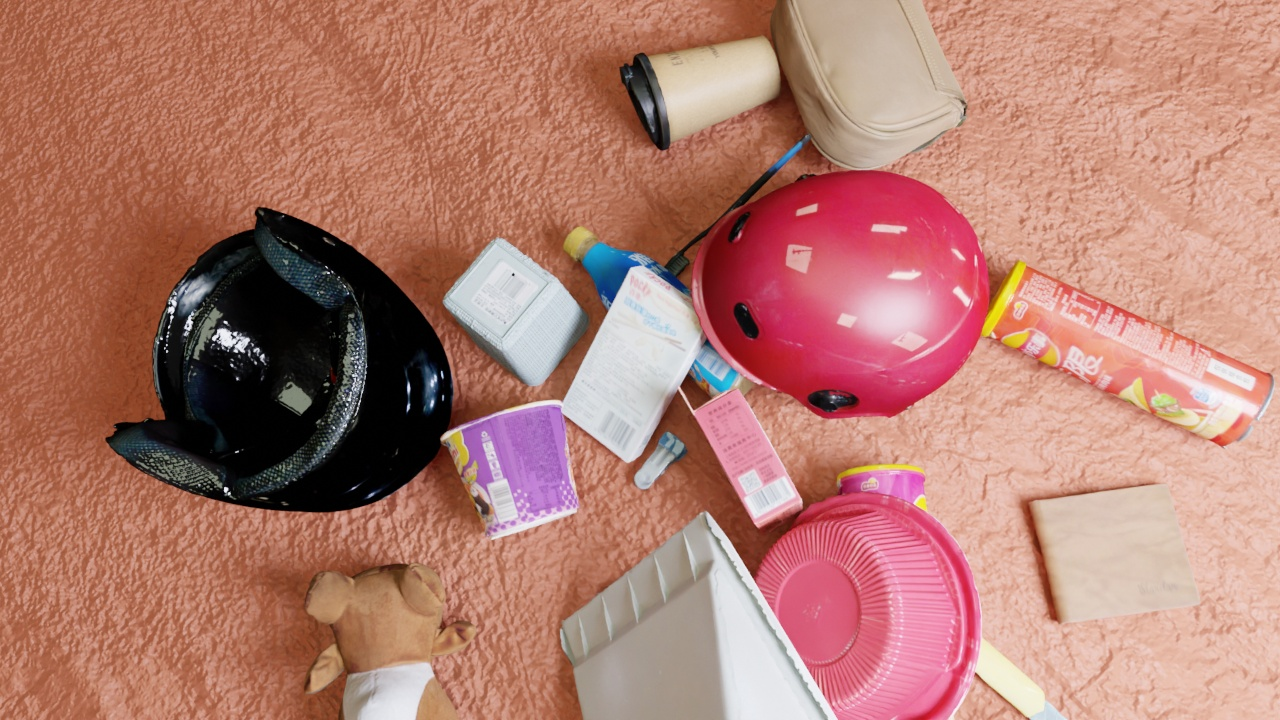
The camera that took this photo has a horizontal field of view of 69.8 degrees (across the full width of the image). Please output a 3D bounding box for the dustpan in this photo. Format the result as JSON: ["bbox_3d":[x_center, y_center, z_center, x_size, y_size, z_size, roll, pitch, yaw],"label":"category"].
[{"bbox_3d":[0.066,0.287,0.697,0.223,0.142,0.257,-46,42,38],"label":"dustpan"}]

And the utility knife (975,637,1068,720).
[{"bbox_3d":[0.277,0.244,0.740,0.196,0.020,0.031,40,86,24],"label":"utility knife"}]

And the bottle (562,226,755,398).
[{"bbox_3d":[0.016,-0.048,0.837,0.219,0.065,0.065,40,84,17],"label":"bottle"}]

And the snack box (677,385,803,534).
[{"bbox_3d":[0.086,0.076,0.766,0.044,0.113,0.127,-29,73,3],"label":"snack box"}]

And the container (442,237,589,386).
[{"bbox_3d":[-0.113,-0.044,0.831,0.090,0.111,0.090,37,83,16],"label":"container"}]

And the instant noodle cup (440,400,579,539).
[{"bbox_3d":[-0.106,0.097,0.800,0.111,0.111,0.099,-19,82,3],"label":"instant noodle cup"}]

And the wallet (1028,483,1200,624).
[{"bbox_3d":[0.386,0.156,0.749,0.115,0.020,0.101,-10,75,3],"label":"wallet"}]

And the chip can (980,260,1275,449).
[{"bbox_3d":[0.398,-0.008,0.764,0.217,0.073,0.073,27,80,15],"label":"chip can"}]

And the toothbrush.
[{"bbox_3d":[0.088,-0.139,0.852,0.190,0.014,0.016,-43,73,14],"label":"toothbrush"}]

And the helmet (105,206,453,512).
[{"bbox_3d":[-0.297,0.009,0.787,0.275,0.230,0.233,34,89,38],"label":"helmet"}]

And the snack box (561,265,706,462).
[{"bbox_3d":[-0.005,0.005,0.804,0.085,0.026,0.157,36,115,17],"label":"snack box"}]

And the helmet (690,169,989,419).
[{"bbox_3d":[0.177,-0.065,0.739,0.239,0.144,0.206,5,72,-23],"label":"helmet"}]

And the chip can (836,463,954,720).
[{"bbox_3d":[0.202,0.192,0.726,0.071,0.071,0.210,-4,68,7],"label":"chip can"}]

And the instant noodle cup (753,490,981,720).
[{"bbox_3d":[0.148,0.189,0.682,0.194,0.065,0.193,-22,60,43],"label":"instant noodle cup"}]

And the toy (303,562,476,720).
[{"bbox_3d":[-0.205,0.269,0.761,0.140,0.130,0.199,-7,83,1],"label":"toy"}]

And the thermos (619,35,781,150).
[{"bbox_3d":[0.057,-0.262,0.880,0.143,0.093,0.093,-18,73,-4],"label":"thermos"}]

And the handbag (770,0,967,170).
[{"bbox_3d":[0.206,-0.276,0.854,0.147,0.100,0.204,-11,72,-13],"label":"handbag"}]

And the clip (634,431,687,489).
[{"bbox_3d":[0.016,0.092,0.824,0.026,0.038,0.058,39,82,14],"label":"clip"}]
